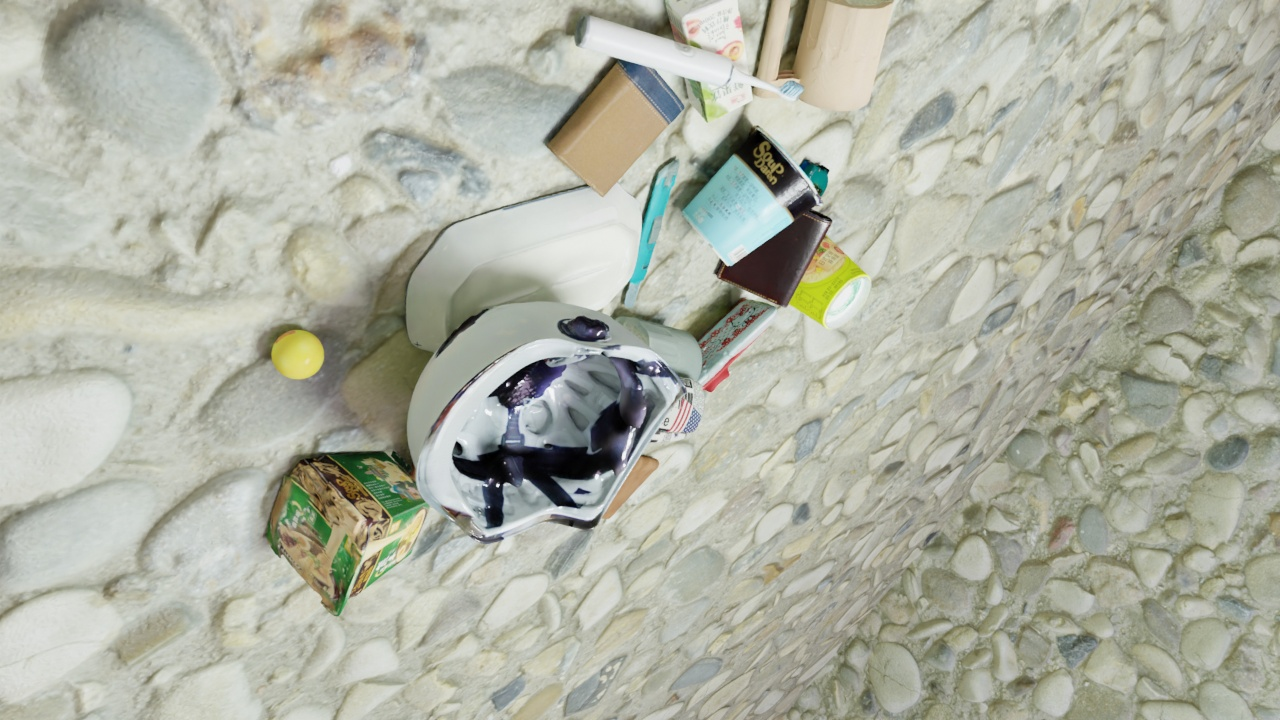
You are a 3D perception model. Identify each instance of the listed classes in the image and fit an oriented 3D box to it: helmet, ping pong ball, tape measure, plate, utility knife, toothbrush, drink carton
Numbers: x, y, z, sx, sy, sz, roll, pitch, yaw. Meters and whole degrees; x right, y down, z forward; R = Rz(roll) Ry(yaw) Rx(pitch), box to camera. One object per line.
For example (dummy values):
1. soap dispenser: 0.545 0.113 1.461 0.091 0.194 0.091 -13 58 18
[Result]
1. helmet: -0.103 0.036 0.832 0.258 0.146 0.229 7 122 -41
2. ping pong ball: -0.278 -0.005 0.745 0.040 0.040 0.040 -30 146 -24
3. tape measure: 0.199 -0.206 1.089 0.054 0.025 0.058 5 124 -51
4. plate: -0.098 -0.078 0.878 0.265 0.034 0.162 -22 142 -33
5. utility knife: 0.010 -0.128 0.967 0.029 0.013 0.185 -19 140 -38
6. toothbrush: 0.048 -0.252 0.782 0.220 0.026 0.026 7 152 -28
7. drink carton: 0.062 -0.278 0.822 0.053 0.045 0.122 -29 146 -4

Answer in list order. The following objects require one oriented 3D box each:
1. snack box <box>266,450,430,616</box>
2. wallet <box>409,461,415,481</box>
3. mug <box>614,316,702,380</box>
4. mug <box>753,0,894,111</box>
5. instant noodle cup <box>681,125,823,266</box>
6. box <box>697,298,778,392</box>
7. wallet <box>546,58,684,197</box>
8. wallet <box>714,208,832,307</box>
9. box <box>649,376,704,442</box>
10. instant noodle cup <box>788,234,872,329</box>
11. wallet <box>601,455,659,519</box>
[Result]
1. snack box: -0.271 0.155 0.883 0.105 0.118 0.118 -15 138 -55
2. wallet: -0.181 0.111 0.959 0.119 0.035 0.131 -4 147 -21
3. mug: -0.006 0.006 1.055 0.124 0.083 0.103 -31 155 27
4. mug: 0.179 -0.312 0.903 0.124 0.084 0.104 -5 135 -12
5. instant noodle cup: 0.111 -0.167 0.967 0.120 0.111 0.111 -41 150 9
6. box: 0.083 0.001 1.155 0.201 0.069 0.158 -43 174 -3
7. wallet: -0.021 -0.210 0.820 0.115 0.033 0.090 -49 146 7
8. wallet: 0.154 -0.130 1.070 0.020 0.096 0.123 -68 -178 -60
9. box: 0.004 0.048 0.999 0.162 0.075 0.086 12 105 -49
10. instant noodle cup: 0.215 -0.104 1.130 0.111 0.123 0.112 -30 145 -24
11. wallet: -0.036 0.173 1.262 0.115 0.020 0.101 -49 149 11
